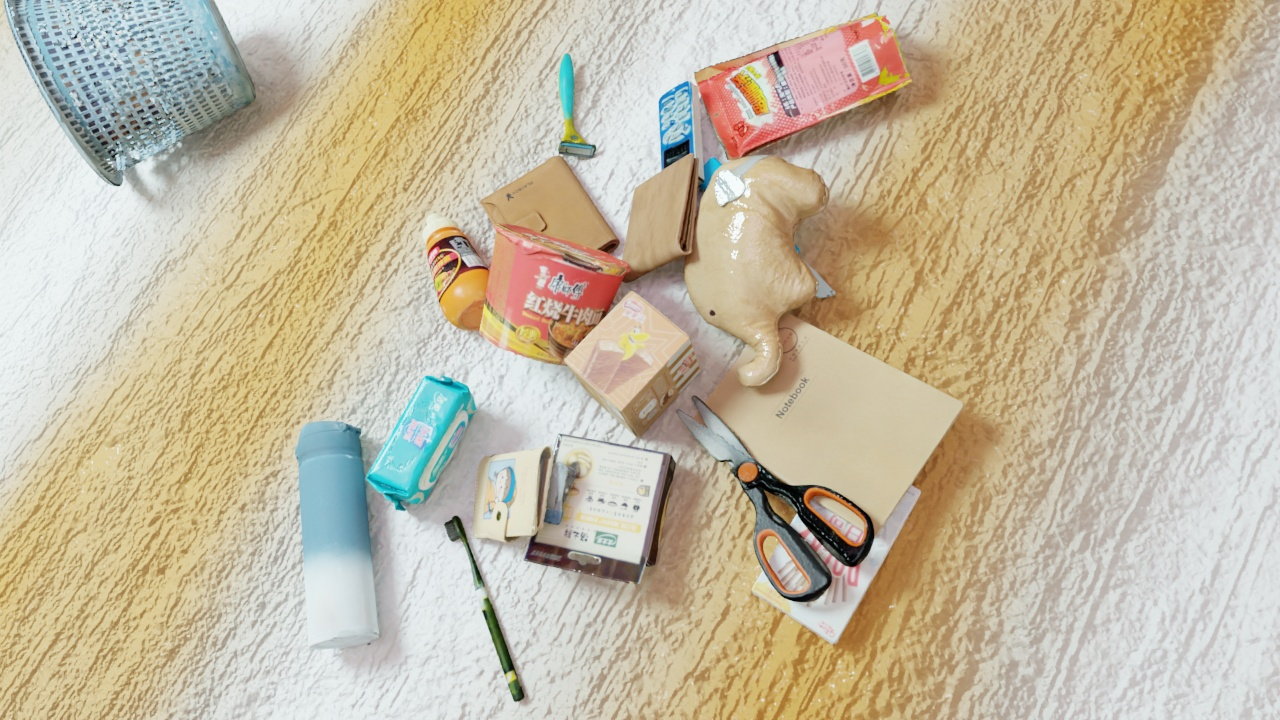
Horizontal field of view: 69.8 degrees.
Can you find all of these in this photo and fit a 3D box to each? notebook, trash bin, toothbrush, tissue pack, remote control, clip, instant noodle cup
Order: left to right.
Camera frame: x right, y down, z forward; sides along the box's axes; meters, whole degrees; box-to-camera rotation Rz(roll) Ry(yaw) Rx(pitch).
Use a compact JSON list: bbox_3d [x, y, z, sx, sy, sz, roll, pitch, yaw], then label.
[{"bbox_3d":[-0.569,-0.341,1.062,0.195,0.227,0.226,-24,67,-13],"label":"trash bin"},{"bbox_3d":[-0.210,0.082,0.888,0.050,0.093,0.133,27,77,2],"label":"tissue pack"},{"bbox_3d":[-0.149,0.232,0.866,0.017,0.012,0.185,-28,68,6],"label":"toothbrush"},{"bbox_3d":[-0.090,-0.062,0.893,0.138,0.137,0.109,22,102,17],"label":"instant noodle cup"},{"bbox_3d":[-0.076,0.121,0.837,0.024,0.026,0.056,15,78,22],"label":"clip"},{"bbox_3d":[0.045,-0.239,0.989,0.049,0.024,0.124,-19,62,40],"label":"remote control"},{"bbox_3d":[0.168,0.050,0.853,0.208,0.008,0.147,31,78,31],"label":"notebook"}]

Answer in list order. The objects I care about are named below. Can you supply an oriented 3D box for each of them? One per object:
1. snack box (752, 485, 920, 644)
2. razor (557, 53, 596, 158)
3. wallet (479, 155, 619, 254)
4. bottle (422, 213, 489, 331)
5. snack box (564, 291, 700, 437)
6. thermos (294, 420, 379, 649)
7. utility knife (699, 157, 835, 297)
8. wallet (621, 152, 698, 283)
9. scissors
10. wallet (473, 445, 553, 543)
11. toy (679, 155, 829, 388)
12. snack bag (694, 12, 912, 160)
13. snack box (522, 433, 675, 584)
[{"bbox_3d":[0.176,0.163,0.823,0.085,0.027,0.156,29,77,19],"label":"snack box"},{"bbox_3d":[-0.079,-0.288,1.034,0.043,0.028,0.132,0,69,-21],"label":"razor"},{"bbox_3d":[-0.099,-0.148,0.987,0.108,0.031,0.131,-31,67,-3],"label":"wallet"},{"bbox_3d":[-0.196,-0.101,0.974,0.067,0.067,0.149,-29,61,-1],"label":"bottle"},{"bbox_3d":[-0.005,0.005,0.878,0.077,0.093,0.094,40,82,21],"label":"snack box"},{"bbox_3d":[-0.297,0.165,0.891,0.070,0.070,0.220,-15,68,5],"label":"thermos"},{"bbox_3d":[0.128,-0.135,0.946,0.034,0.018,0.203,-38,69,-5],"label":"utility knife"},{"bbox_3d":[0.019,-0.144,0.937,0.101,0.020,0.115,-19,57,50],"label":"wallet"},{"bbox_3d":[0.120,0.106,0.834,0.161,0.022,0.233,-21,60,13],"label":"scissors"},{"bbox_3d":[-0.122,0.128,0.860,0.115,0.024,0.087,-13,62,49],"label":"wallet"},{"bbox_3d":[0.105,-0.087,0.896,0.144,0.082,0.226,7,90,38],"label":"toy"},{"bbox_3d":[0.170,-0.295,0.976,0.208,0.073,0.128,-21,63,8],"label":"snack bag"},{"bbox_3d":[-0.036,0.139,0.856,0.113,0.053,0.125,9,73,14],"label":"snack box"}]
